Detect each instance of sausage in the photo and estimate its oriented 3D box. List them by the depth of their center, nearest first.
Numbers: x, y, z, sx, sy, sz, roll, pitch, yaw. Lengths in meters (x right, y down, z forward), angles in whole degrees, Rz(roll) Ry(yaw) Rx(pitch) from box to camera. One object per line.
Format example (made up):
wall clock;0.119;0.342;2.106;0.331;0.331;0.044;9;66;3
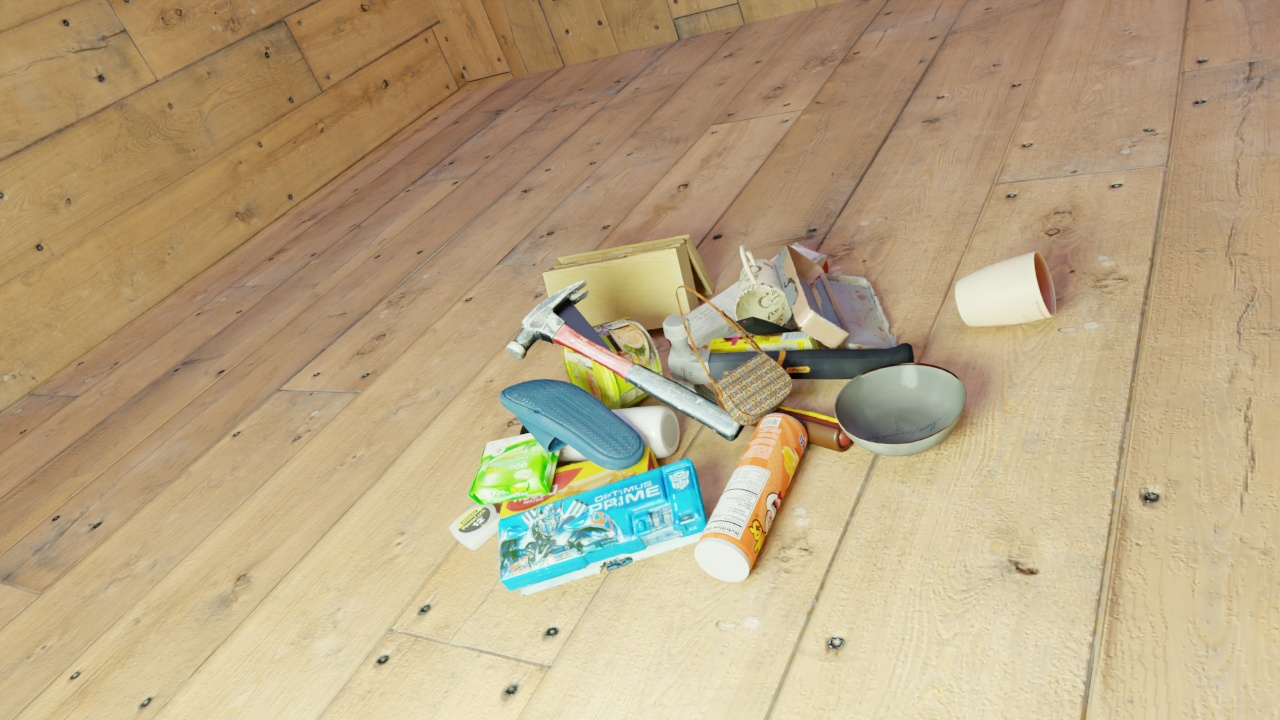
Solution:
sausage;0.194;0.078;1.129;0.040;0.040;0.156;-40;34;-28

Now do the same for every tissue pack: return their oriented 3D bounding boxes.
tissue pack;-0.159;0.137;1.188;0.114;0.034;0.099;-14;37;19

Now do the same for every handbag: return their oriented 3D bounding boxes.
handbag;0.101;-0.011;1.141;0.093;0.195;0.043;-31;-13;-29

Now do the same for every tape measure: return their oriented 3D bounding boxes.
tape measure;-0.213;0.215;1.205;0.064;0.017;0.065;-40;34;-28

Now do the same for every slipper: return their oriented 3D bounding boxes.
slipper;-0.086;0.082;1.170;0.214;0.059;0.103;28;36;27

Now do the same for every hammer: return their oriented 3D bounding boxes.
hammer;-0.007;0.007;1.190;0.326;0.036;0.140;28;64;20
hammer;0.192;0.000;1.190;0.313;0.139;0.035;-2;34;15

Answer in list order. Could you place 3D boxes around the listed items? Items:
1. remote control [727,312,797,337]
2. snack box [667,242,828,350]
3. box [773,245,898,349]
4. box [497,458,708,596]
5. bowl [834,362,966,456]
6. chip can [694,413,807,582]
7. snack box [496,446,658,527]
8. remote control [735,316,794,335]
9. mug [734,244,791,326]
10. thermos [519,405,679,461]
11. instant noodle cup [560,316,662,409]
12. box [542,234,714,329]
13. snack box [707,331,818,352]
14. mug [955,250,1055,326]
remote control;0.171;-0.035;1.345;0.133;0.022;0.050;-27;29;-8
snack box;0.167;-0.092;1.423;0.272;0.044;0.077;-34;37;-17
box;0.270;-0.081;1.277;0.157;0.063;0.216;11;30;-8
box;-0.042;0.196;1.062;0.243;0.066;0.090;-19;44;8
bowl;0.301;0.067;1.055;0.151;0.057;0.150;-14;32;9
chip can;0.128;0.149;1.035;0.062;0.062;0.209;-2;36;32
snack box;-0.077;0.172;1.158;0.201;0.042;0.092;-14;31;15
remote control;0.186;-0.038;1.264;0.039;0.124;0.010;-14;66;49
mug;0.166;-0.113;1.323;0.081;0.122;0.097;-21;32;19
thermos;-0.067;0.114;1.228;0.230;0.068;0.101;-6;46;28
instant noodle cup;-0.038;0.007;1.307;0.097;0.146;0.146;-24;28;-23
box;-0.022;-0.124;1.517;0.249;0.141;0.148;-6;26;26
snack box;0.170;-0.005;1.258;0.149;0.061;0.025;-5;36;28
mug;0.471;-0.087;1.181;0.105;0.085;0.111;-15;1;36
